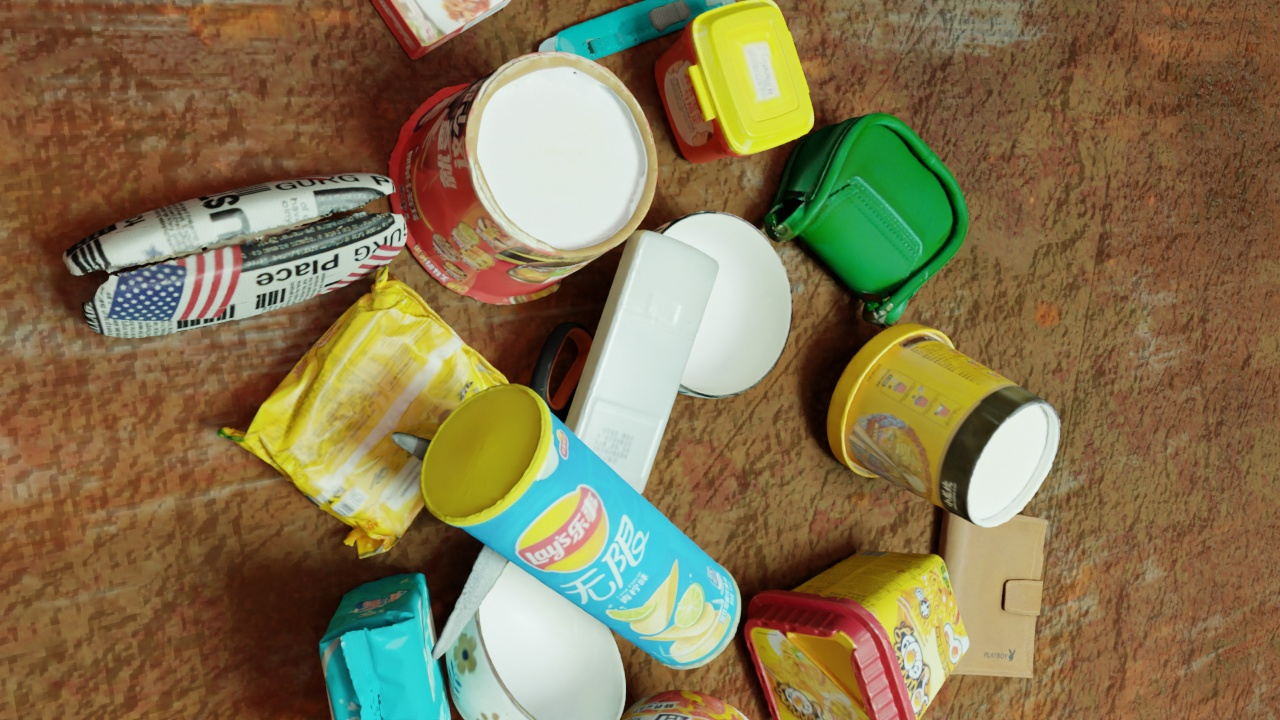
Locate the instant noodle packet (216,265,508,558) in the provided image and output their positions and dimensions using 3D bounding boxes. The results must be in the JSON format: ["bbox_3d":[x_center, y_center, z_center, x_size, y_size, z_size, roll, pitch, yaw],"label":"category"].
[{"bbox_3d":[-0.147,0.030,0.509,0.111,0.044,0.128,46,71,-20],"label":"instant noodle packet"}]

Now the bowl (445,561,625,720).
[{"bbox_3d":[-0.069,0.175,0.523,0.062,0.113,0.113,-38,111,21],"label":"bowl"}]

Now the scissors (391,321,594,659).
[{"bbox_3d":[-0.057,0.076,0.522,0.221,0.022,0.233,56,38,-36],"label":"scissors"}]

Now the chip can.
[{"bbox_3d":[-0.021,0.096,0.484,0.210,0.071,0.071,47,67,-43],"label":"chip can"}]

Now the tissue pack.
[{"bbox_3d":[-0.127,0.166,0.463,0.050,0.133,0.093,-11,89,-12],"label":"tissue pack"}]

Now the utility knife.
[{"bbox_3d":[0.001,-0.224,0.611,0.165,0.013,0.029,-29,100,-26],"label":"utility knife"}]

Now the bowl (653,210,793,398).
[{"bbox_3d":[0.033,-0.034,0.592,0.116,0.066,0.116,0,89,-28],"label":"bowl"}]

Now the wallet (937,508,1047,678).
[{"bbox_3d":[0.278,0.185,0.735,0.107,0.031,0.131,13,84,-25],"label":"wallet"}]

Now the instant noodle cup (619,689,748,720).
[{"bbox_3d":[0.015,0.260,0.511,0.109,0.138,0.138,-33,108,-67],"label":"instant noodle cup"}]

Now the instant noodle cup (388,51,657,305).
[{"bbox_3d":[-0.064,-0.106,0.520,0.137,0.109,0.138,1,87,-27],"label":"instant noodle cup"}]

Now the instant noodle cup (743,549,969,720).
[{"bbox_3d":[0.154,0.193,0.629,0.123,0.116,0.116,-25,99,-38],"label":"instant noodle cup"}]

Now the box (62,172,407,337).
[{"bbox_3d":[-0.198,-0.048,0.473,0.163,0.075,0.082,-19,108,-29],"label":"box"}]

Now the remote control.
[{"bbox_3d":[-0.003,0.003,0.523,0.058,0.021,0.150,19,90,-31],"label":"remote control"}]

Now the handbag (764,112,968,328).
[{"bbox_3d":[0.163,-0.102,0.662,0.131,0.068,0.120,38,73,-21],"label":"handbag"}]

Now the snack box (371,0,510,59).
[{"bbox_3d":[-0.145,-0.260,0.529,0.075,0.025,0.153,-40,106,-23],"label":"snack box"}]

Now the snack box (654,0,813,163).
[{"bbox_3d":[0.056,-0.177,0.601,0.081,0.080,0.091,-24,100,-27],"label":"snack box"}]

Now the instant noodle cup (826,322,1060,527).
[{"bbox_3d":[0.212,0.047,0.636,0.118,0.114,0.119,-16,120,-30],"label":"instant noodle cup"}]
